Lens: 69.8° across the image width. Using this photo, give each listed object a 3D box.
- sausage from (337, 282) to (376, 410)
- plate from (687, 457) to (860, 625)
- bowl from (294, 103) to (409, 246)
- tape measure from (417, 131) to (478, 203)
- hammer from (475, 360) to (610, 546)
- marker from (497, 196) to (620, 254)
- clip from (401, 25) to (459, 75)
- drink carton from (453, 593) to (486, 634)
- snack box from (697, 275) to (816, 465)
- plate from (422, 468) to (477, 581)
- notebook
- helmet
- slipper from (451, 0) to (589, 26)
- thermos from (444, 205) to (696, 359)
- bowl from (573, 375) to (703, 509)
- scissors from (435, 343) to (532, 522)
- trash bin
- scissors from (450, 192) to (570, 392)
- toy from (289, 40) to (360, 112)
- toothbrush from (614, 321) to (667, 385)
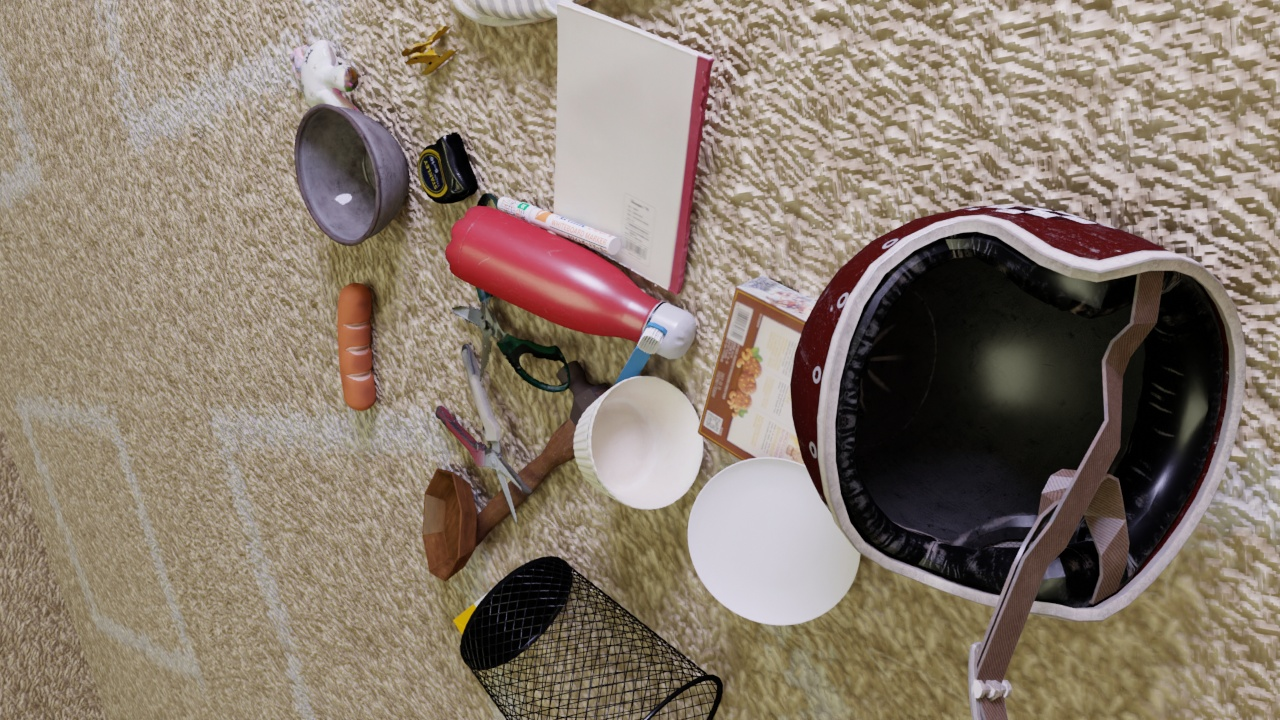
[{"bbox_3d":[-0.341,-0.016,1.102,0.044,0.039,0.164,22,120,30],"label":"sausage"},{"bbox_3d":[0.103,0.141,0.719,0.135,0.011,0.134,2,98,18],"label":"plate"},{"bbox_3d":[-0.296,-0.199,0.972,0.145,0.067,0.145,16,117,35],"label":"bowl"},{"bbox_3d":[-0.191,-0.187,0.910,0.061,0.034,0.062,-13,97,40],"label":"tape measure"},{"bbox_3d":[-0.113,0.124,0.969,0.324,0.033,0.115,-44,73,42],"label":"hammer"},{"bbox_3d":[-0.077,-0.124,0.832,0.145,0.017,0.017,25,122,34],"label":"marker"},{"bbox_3d":[-0.203,-0.291,0.875,0.054,0.048,0.046,-17,136,42],"label":"clip"},{"bbox_3d":[-0.157,0.280,1.048,0.040,0.058,0.123,55,133,9],"label":"drink carton"},{"bbox_3d":[0.126,0.028,0.718,0.147,0.041,0.143,30,124,28],"label":"snack box"},{"bbox_3d":[-0.219,0.189,1.060,0.132,0.025,0.131,-11,77,58],"label":"plate"},{"bbox_3d":[-0.015,-0.170,0.756,0.153,0.012,0.209,31,136,27],"label":"notebook"},{"bbox_3d":[0.205,0.033,0.512,0.254,0.233,0.233,22,116,55],"label":"helmet"},{"bbox_3d":[-0.072,-0.337,0.739,0.273,0.053,0.114,4,115,38],"label":"slipper"},{"bbox_3d":[-0.060,-0.065,0.813,0.240,0.073,0.073,25,122,19],"label":"thermos"},{"bbox_3d":[-0.009,0.074,0.812,0.063,0.115,0.115,-14,98,58],"label":"bowl"},{"bbox_3d":[-0.173,0.073,0.990,0.199,0.015,0.179,13,107,49],"label":"scissors"},{"bbox_3d":[-0.059,0.314,0.906,0.210,0.183,0.184,36,127,32],"label":"trash bin"},{"bbox_3d":[-0.132,-0.060,0.908,0.202,0.015,0.205,21,116,41],"label":"scissors"},{"bbox_3d":[-0.343,-0.303,0.992,0.123,0.037,0.079,37,134,27],"label":"toy"},{"bbox_3d":[-0.005,0.005,0.791,0.016,0.014,0.167,26,156,-2],"label":"toothbrush"}]
